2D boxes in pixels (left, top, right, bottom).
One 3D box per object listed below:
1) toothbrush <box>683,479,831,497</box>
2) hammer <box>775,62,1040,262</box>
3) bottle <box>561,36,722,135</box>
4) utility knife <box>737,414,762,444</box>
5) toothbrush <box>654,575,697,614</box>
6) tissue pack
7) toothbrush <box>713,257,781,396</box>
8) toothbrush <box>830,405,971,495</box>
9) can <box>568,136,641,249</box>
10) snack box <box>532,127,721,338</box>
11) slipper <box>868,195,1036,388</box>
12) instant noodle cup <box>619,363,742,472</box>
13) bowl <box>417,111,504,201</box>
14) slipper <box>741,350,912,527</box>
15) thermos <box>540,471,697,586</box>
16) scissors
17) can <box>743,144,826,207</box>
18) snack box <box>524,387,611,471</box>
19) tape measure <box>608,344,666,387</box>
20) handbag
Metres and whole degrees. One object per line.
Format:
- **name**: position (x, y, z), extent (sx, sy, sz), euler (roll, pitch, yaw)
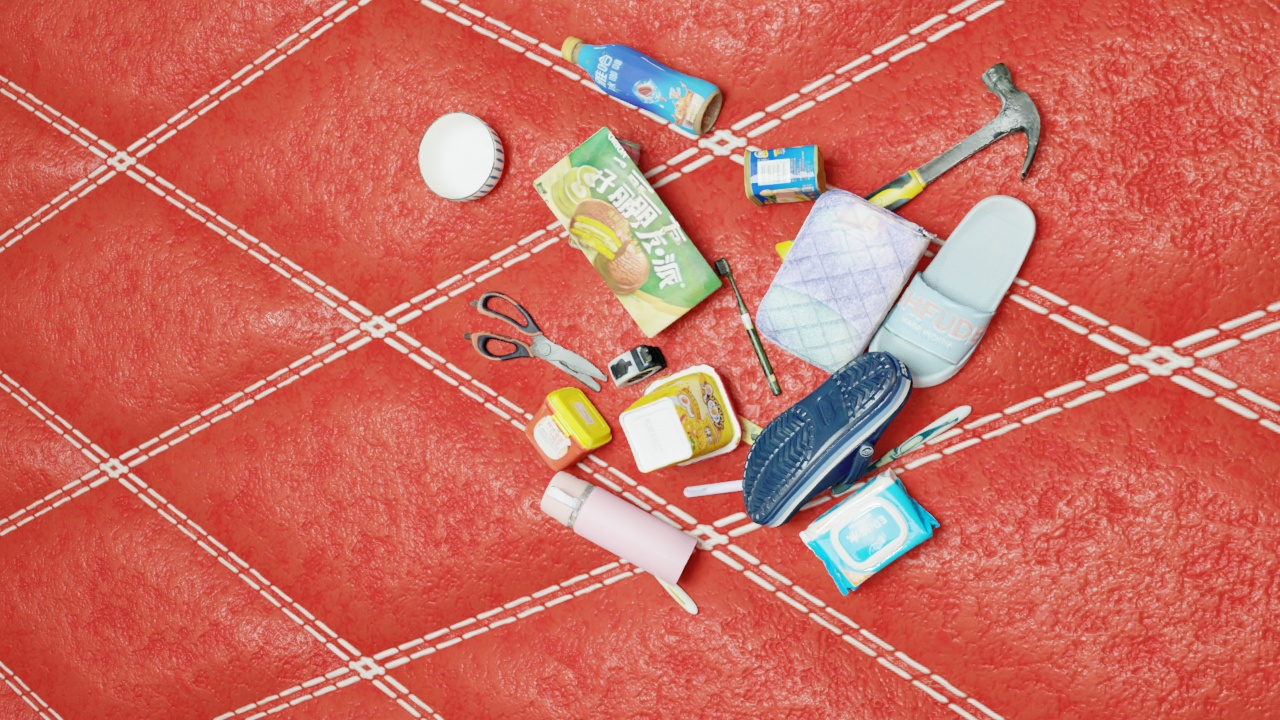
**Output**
- **toothbrush**: position (0.143, 0.154, 1.136), extent (0.189, 0.021, 0.029), euler (-9, 50, 21)
- **hammer**: position (0.306, -0.197, 1.062), extent (0.324, 0.031, 0.126), euler (-33, 74, 18)
- **bottle**: position (-0.003, -0.354, 1.154), extent (0.219, 0.065, 0.065), euler (30, 100, 17)
- **utility knife**: position (0.116, 0.076, 1.149), extent (0.198, 0.021, 0.031), euler (28, 106, 13)
- **toothbrush**: position (0.005, 0.256, 1.186), extent (0.016, 0.018, 0.191), euler (-45, 76, -2)
- **tissue pack**: position (0.266, 0.199, 1.069), extent (0.140, 0.063, 0.090), euler (-40, 78, 16)
- **toothbrush**: position (0.132, -0.042, 1.137), extent (0.012, 0.017, 0.185), euler (-31, 79, 56)
- **toothbrush**: position (0.304, 0.107, 1.078), extent (0.192, 0.018, 0.016), euler (-36, 79, 17)
- **can**: position (-0.046, -0.210, 1.175), extent (0.058, 0.057, 0.147), euler (20, 97, 18)
- **snack box**: position (-0.015, -0.154, 1.121), extent (0.114, 0.063, 0.240), euler (-36, 96, 5)
- **slipper**: position (0.354, -0.075, 1.028), extent (0.104, 0.074, 0.245), euler (35, 100, 15)
- **instant noodle cup**: position (0.044, 0.075, 1.103), extent (0.116, 0.123, 0.116), euler (-22, 89, 29)
- **bowl**: position (-0.233, -0.270, 1.236), extent (0.117, 0.066, 0.116), euler (1, 92, 19)
- **slipper**: position (0.219, 0.094, 1.061), extent (0.095, 0.105, 0.253), euler (29, 114, -27)
- **thermos**: position (-0.029, 0.206, 1.148), extent (0.198, 0.087, 0.067), euler (28, 81, 7)
- **scissors**: position (-0.146, -0.011, 1.238), extent (0.197, 0.015, 0.205), euler (-24, 83, 17)
- **can**: position (0.171, -0.217, 1.077), extent (0.083, 0.102, 0.057), euler (-2, 90, 17)
- **snack box**: position (-0.098, 0.092, 1.189), extent (0.080, 0.081, 0.091), euler (-43, 77, 25)
- **tape measure**: position (-0.007, 0.007, 1.161), extent (0.066, 0.065, 0.033), euler (-27, 77, 16)
- **handbag**: position (0.227, -0.092, 1.050), extent (0.134, 0.075, 0.194), euler (30, 116, 5)
